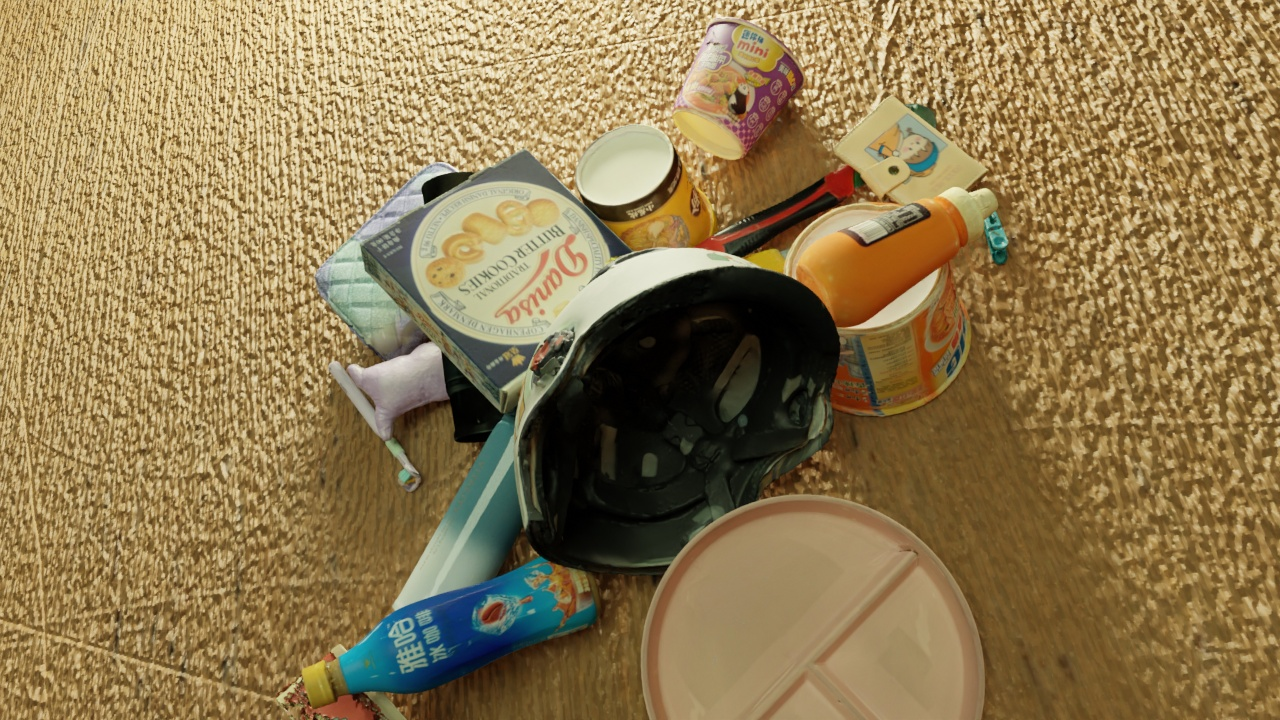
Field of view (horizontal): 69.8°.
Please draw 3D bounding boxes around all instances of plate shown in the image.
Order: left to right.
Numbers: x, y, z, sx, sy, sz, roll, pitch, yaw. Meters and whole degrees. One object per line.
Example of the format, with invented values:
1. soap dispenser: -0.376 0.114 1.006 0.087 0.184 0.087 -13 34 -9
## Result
1. plate: 0.115 0.208 0.631 0.229 0.028 0.229 -2 74 7

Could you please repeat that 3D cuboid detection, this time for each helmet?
1. helmet: 0.011 0.025 0.689 0.275 0.229 0.156 -69 28 24

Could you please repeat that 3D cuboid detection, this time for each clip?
1. clip: 0.299 -0.108 0.776 0.014 0.047 0.057 -11 56 15

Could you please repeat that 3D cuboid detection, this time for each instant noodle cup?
1. instant noodle cup: 0.002 -0.146 0.853 0.119 0.114 0.118 -9 58 15
2. instant noodle cup: 0.089 -0.258 0.892 0.112 0.111 0.099 26 81 30
3. instant noodle cup: 0.182 -0.046 0.729 0.151 0.111 0.151 -9 59 15

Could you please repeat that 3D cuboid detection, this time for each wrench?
1. wrench: 0.160 -0.153 0.843 0.273 0.016 0.056 -33 63 -5

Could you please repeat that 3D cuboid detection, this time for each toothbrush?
1. toothbrush: -0.264 0.058 0.897 0.021 0.029 0.189 -14 44 -37

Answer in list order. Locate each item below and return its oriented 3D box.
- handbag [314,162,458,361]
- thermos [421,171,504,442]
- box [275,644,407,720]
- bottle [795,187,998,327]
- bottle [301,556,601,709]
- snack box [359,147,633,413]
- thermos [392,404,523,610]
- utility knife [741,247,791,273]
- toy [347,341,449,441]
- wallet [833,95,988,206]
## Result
1. handbag: -0.223 -0.099 0.936 0.193 0.075 0.134 -45 62 -6
2. thermos: -0.145 -0.049 0.850 0.089 0.069 0.242 -4 78 -26
3. box: -0.201 0.302 0.682 0.168 0.091 0.075 32 56 32
4. bottle: 0.185 -0.080 0.645 0.149 0.067 0.066 -29 56 -6
5. bottle: -0.140 0.205 0.690 0.218 0.065 0.065 -16 53 -19
6. snack box: -0.108 -0.074 0.779 0.182 0.046 0.177 44 61 14
7. thermos: -0.125 0.121 0.765 0.070 0.070 0.220 22 78 29
8. utility knife: 0.076 -0.073 0.843 0.181 0.015 0.033 -15 77 11
9. toy: -0.213 0.021 0.875 0.108 0.039 0.084 -23 77 -17
10. wallet: 0.238 -0.177 0.821 0.087 0.024 0.115 -40 72 -12
